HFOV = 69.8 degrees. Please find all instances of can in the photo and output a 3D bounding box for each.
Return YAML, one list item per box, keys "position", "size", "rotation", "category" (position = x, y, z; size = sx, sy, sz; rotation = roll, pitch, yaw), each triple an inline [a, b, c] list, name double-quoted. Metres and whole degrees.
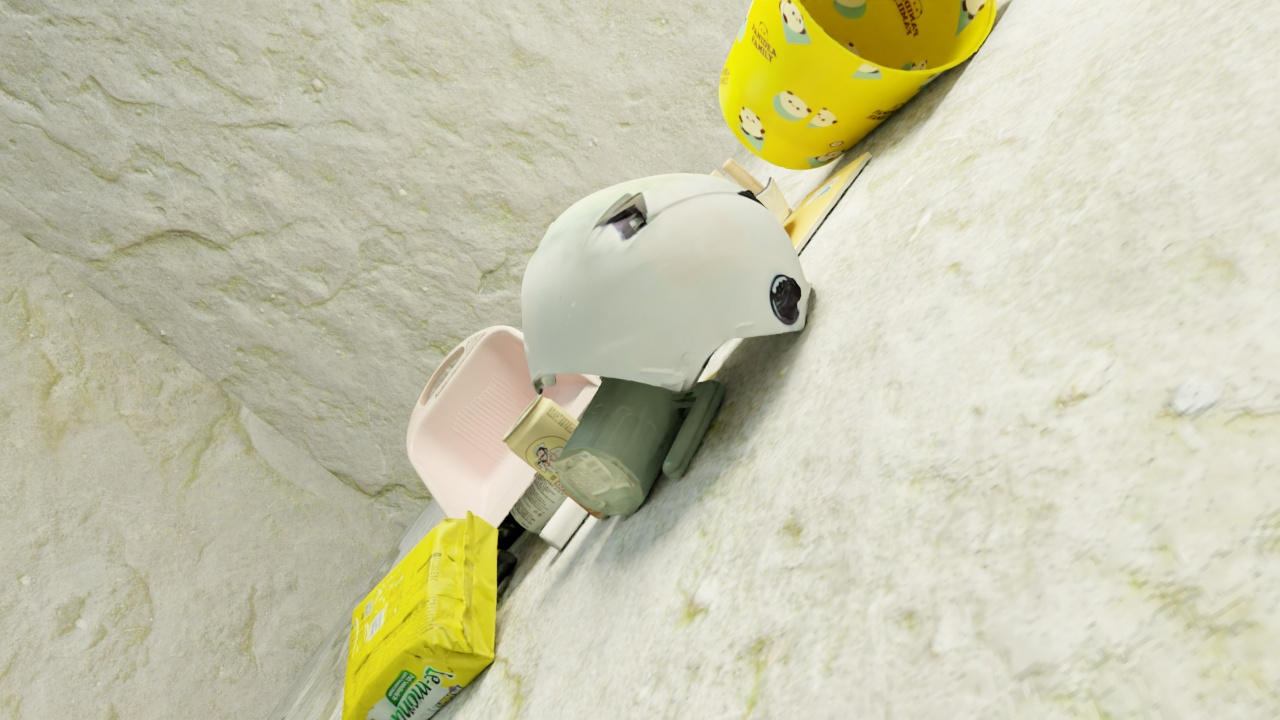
- position: [-0.077, 0.119, 0.979]
  size: [0.147, 0.058, 0.058]
  rotation: [-48, 8, 21]
  category: "can"
- position: [-0.063, 0.087, 0.824]
  size: [0.058, 0.116, 0.058]
  rotation: [-49, 7, 8]
  category: "can"

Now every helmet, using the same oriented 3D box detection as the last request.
- position: [0.012, -0.077, 0.752]
  size: [0.257, 0.146, 0.229]
  rotation: [-29, 17, -35]
  category: "helmet"

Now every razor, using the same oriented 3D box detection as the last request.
- position: [-0.178, 0.241, 0.984]
  size: [0.062, 0.067, 0.167]
  rotation: [-46, 15, 32]
  category: "razor"

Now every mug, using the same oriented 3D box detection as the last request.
- position: [0.001, 0.063, 0.760]
  size: [0.124, 0.084, 0.103]
  rotation: [-12, 32, 36]
  category: "mug"
- position: [0.120, -0.192, 1.179]
  size: [0.084, 0.103, 0.125]
  rotation: [-55, 8, -35]
  category: "mug"

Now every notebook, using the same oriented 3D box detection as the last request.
- position: [0.158, -0.127, 0.990]
  size: [0.206, 0.010, 0.146]
  rotation: [-52, 7, -17]
  category: "notebook"

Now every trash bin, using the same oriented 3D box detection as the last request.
- position: [0.211, -0.347, 0.999]
  size: [0.229, 0.229, 0.256]
  rotation: [-53, 3, -21]
  category: "trash bin"

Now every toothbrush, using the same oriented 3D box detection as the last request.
- position: [-0.023, 0.093, 0.914]
  size: [0.220, 0.027, 0.026]
  rotation: [-52, -34, -16]
  category: "toothbrush"

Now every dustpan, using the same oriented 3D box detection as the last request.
- position: [-0.181, 0.065, 1.043]
  size: [0.222, 0.139, 0.273]
  rotation: [-54, 12, -6]
  category: "dustpan"

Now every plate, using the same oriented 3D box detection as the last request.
- position: [0.097, -0.108, 1.019]
  size: [0.205, 0.045, 0.205]
  rotation: [-52, -2, -3]
  category: "plate"

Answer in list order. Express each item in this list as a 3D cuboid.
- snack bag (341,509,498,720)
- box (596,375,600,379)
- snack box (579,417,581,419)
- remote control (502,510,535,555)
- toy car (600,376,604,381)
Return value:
- position: [-0.223, 0.266, 0.889]
  size: [0.247, 0.068, 0.157]
  rotation: [-46, 32, 29]
  category: "snack bag"
- position: [-0.072, 0.028, 1.238]
  size: [0.076, 0.087, 0.162]
  rotation: [-54, 12, 35]
  category: "box"
- position: [-0.129, 0.101, 1.321]
  size: [0.051, 0.074, 0.175]
  rotation: [-55, 9, -32]
  category: "snack box"
- position: [-0.122, 0.158, 1.062]
  size: [0.150, 0.058, 0.021]
  rotation: [-49, -24, 12]
  category: "remote control"
- position: [-0.007, 0.007, 1.140]
  size: [0.121, 0.053, 0.045]
  rotation: [-45, 4, 48]
  category: "toy car"
